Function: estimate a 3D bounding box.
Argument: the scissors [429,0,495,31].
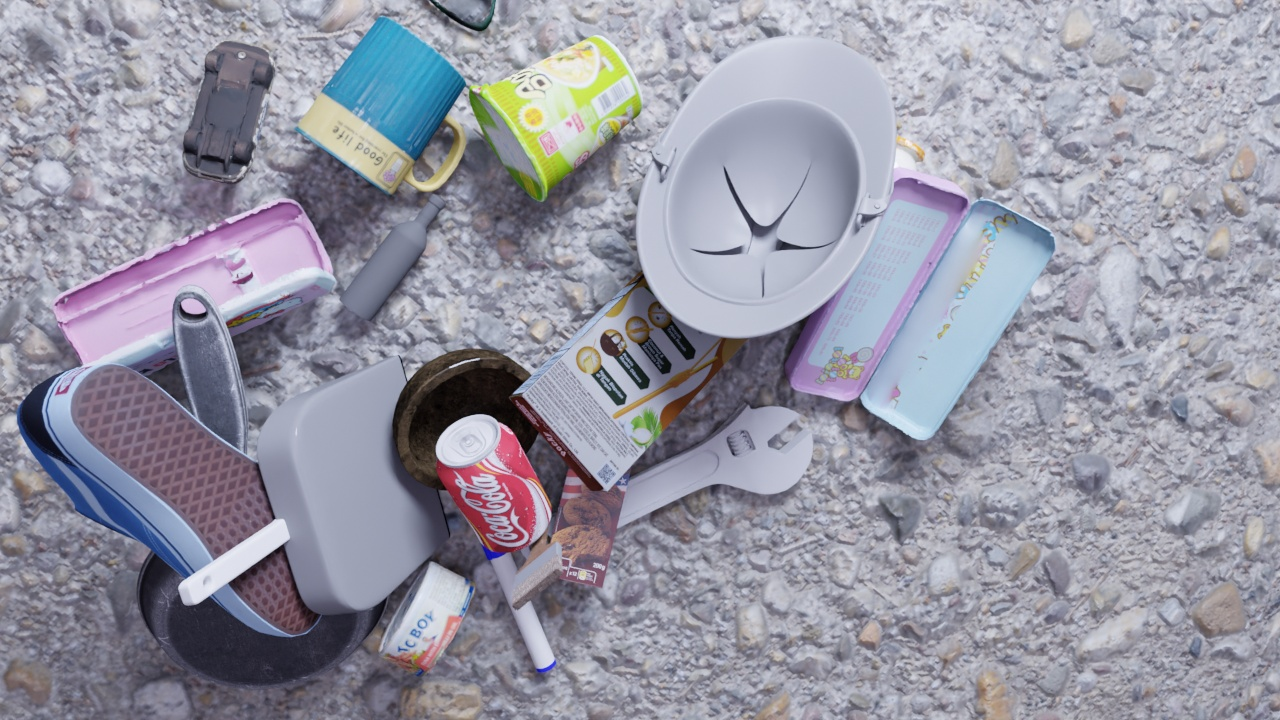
[{"bbox_3d":[-0.179,-0.335,0.703,0.209,0.015,0.147,13,97,-13],"label":"scissors"}]

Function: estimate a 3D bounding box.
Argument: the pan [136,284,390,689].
[{"bbox_3d":[-0.295,0.115,0.684,0.187,0.055,0.357,-7,121,-12],"label":"pan"}]

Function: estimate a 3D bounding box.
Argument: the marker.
[{"bbox_3d":[-0.107,0.205,0.795,0.020,0.020,0.141,-22,102,-7],"label":"marker"}]

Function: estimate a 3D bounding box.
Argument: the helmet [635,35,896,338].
[{"bbox_3d":[0.102,-0.120,0.740,0.183,0.118,0.270,17,71,15],"label":"helmet"}]

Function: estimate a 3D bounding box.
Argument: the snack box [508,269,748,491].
[{"bbox_3d":[-0.004,0.004,0.743,0.185,0.032,0.101,-46,104,-24],"label":"snack box"}]

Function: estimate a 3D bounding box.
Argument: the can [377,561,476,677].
[{"bbox_3d":[-0.175,0.210,0.750,0.043,0.086,0.086,32,91,-12],"label":"can"}]

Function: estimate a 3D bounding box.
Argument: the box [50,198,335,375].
[{"bbox_3d":[-0.333,-0.045,0.674,0.201,0.102,0.087,-25,104,-6],"label":"box"}]

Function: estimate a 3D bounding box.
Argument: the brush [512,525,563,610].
[{"bbox_3d":[-0.080,0.147,0.728,0.045,0.143,0.008,-40,104,6],"label":"brush"}]

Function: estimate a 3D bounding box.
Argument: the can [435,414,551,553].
[{"bbox_3d":[-0.114,0.096,0.710,0.064,0.064,0.105,-25,130,-6],"label":"can"}]

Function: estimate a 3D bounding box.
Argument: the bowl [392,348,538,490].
[{"bbox_3d":[-0.144,0.039,0.737,0.121,0.056,0.121,-17,127,-25],"label":"bowl"}]

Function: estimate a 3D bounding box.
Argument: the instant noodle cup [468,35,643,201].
[{"bbox_3d":[-0.061,-0.193,0.710,0.108,0.099,0.099,-35,103,-12],"label":"instant noodle cup"}]

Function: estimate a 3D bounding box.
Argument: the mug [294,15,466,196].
[{"bbox_3d":[-0.184,-0.183,0.699,0.113,0.083,0.107,36,87,-42],"label":"mug"}]

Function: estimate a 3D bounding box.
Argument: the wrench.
[{"bbox_3d":[0.025,0.118,0.809,0.273,0.018,0.087,-26,102,-4],"label":"wrench"}]

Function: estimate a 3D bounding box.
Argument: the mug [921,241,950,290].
[{"bbox_3d":[0.281,-0.097,0.795,0.084,0.070,0.113,-34,103,-4],"label":"mug"}]

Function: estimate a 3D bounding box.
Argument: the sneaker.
[{"bbox_3d":[-0.312,0.099,0.621,0.098,0.083,0.241,-10,127,31],"label":"sneaker"}]

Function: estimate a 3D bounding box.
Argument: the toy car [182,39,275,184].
[{"bbox_3d":[-0.308,-0.187,0.692,0.048,0.041,0.112,12,78,-12],"label":"toy car"}]

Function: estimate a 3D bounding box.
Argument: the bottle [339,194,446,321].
[{"bbox_3d":[-0.193,-0.085,0.730,0.030,0.030,0.113,37,90,-13],"label":"bottle"}]

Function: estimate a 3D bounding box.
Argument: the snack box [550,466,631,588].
[{"bbox_3d":[-0.040,0.114,0.774,0.051,0.032,0.141,14,88,-2],"label":"snack box"}]

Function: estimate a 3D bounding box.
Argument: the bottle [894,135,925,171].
[{"bbox_3d":[0.199,-0.135,0.778,0.063,0.063,0.109,29,92,-13],"label":"bottle"}]

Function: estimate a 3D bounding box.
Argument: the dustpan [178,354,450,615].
[{"bbox_3d":[-0.224,0.105,0.652,0.033,0.257,0.163,-10,101,16],"label":"dustpan"}]

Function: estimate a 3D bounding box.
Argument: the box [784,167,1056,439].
[{"bbox_3d":[0.225,-0.042,0.761,0.150,0.048,0.215,24,121,1],"label":"box"}]
